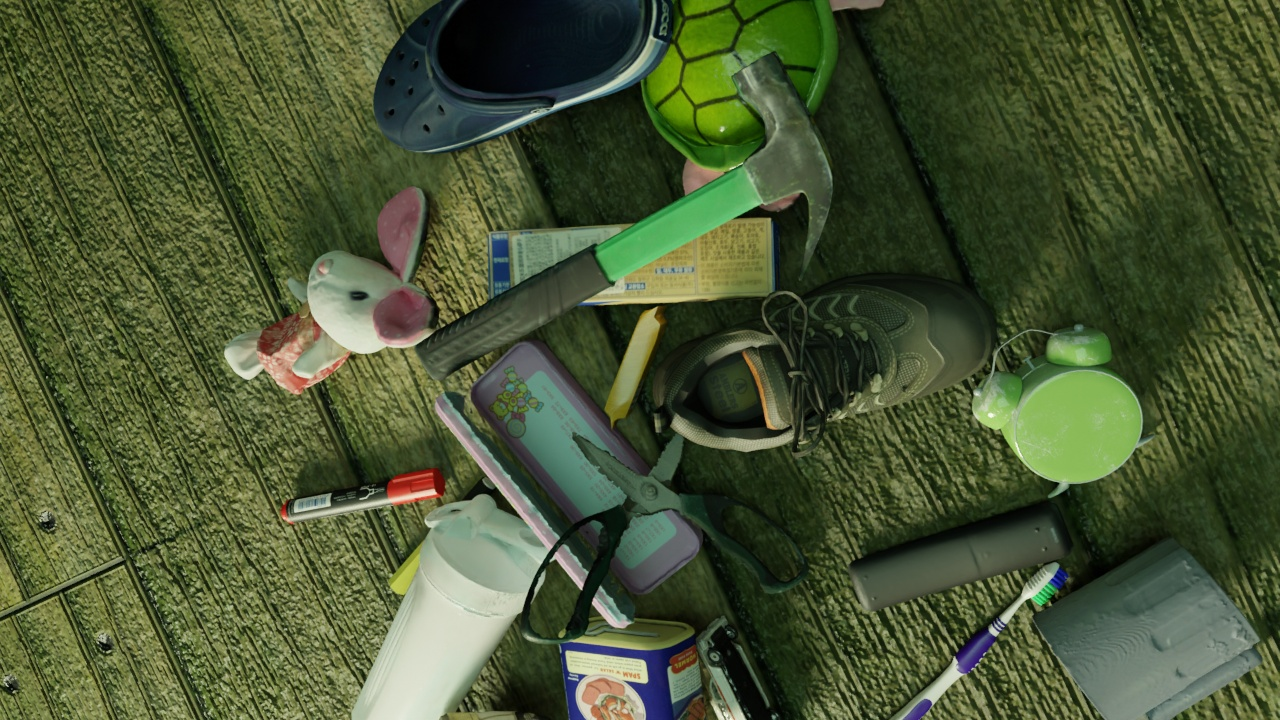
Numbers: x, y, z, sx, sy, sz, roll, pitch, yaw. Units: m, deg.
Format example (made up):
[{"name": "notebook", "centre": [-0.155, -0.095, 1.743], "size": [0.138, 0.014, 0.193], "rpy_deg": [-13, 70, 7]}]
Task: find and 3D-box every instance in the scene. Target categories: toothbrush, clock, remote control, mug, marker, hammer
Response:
[{"name": "toothbrush", "centre": [0.235, 0.213, 0.658], "size": [0.016, 0.015, 0.187], "rpy_deg": [38, 105, 1]}, {"name": "clock", "centre": [0.276, 0.031, 0.600], "size": [0.094, 0.042, 0.119], "rpy_deg": [-38, 99, 15]}, {"name": "remote control", "centre": [0.224, 0.141, 0.649], "size": [0.152, 0.020, 0.041], "rpy_deg": [-22, 91, 17]}, {"name": "mug", "centre": [0.339, 0.189, 0.604], "size": [0.104, 0.083, 0.124], "rpy_deg": [-39, 111, 13]}, {"name": "marker", "centre": [-0.159, 0.143, 0.743], "size": [0.021, 0.017, 0.124], "rpy_deg": [43, 103, 5]}, {"name": "marker", "centre": [-0.230, 0.112, 0.755], "size": [0.145, 0.021, 0.023], "rpy_deg": [-12, 102, 15]}, {"name": "hammer", "centre": [-0.022, -0.064, 0.610], "size": [0.319, 0.032, 0.130], "rpy_deg": [-26, 105, 22]}]

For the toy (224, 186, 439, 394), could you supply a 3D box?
[{"name": "toy", "centre": [-0.230, -0.038, 0.701], "size": [0.195, 0.084, 0.158], "rpy_deg": [-25, 50, 21]}]

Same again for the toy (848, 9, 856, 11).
[{"name": "toy", "centre": [0.177, -0.268, 0.596], "size": [0.102, 0.041, 0.055], "rpy_deg": [-16, 116, 23]}]

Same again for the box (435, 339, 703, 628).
[{"name": "box", "centre": [-0.056, 0.090, 0.673], "size": [0.089, 0.092, 0.214], "rpy_deg": [-41, 87, 15]}]

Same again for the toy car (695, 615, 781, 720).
[{"name": "toy car", "centre": [0.071, 0.254, 0.694], "size": [0.039, 0.039, 0.113], "rpy_deg": [-27, 90, 37]}]

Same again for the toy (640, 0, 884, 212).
[{"name": "toy", "centre": [0.061, -0.215, 0.604], "size": [0.190, 0.087, 0.238], "rpy_deg": [-1, 94, 31]}]

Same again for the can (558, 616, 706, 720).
[{"name": "can", "centre": [-0.006, 0.245, 0.683], "size": [0.116, 0.056, 0.092], "rpy_deg": [-8, 90, 38]}]

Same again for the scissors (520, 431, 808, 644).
[{"name": "scissors", "centre": [0.014, 0.137, 0.644], "size": [0.201, 0.015, 0.201], "rpy_deg": [36, 61, -1]}]

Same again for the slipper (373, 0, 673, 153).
[{"name": "slipper", "centre": [-0.098, -0.211, 0.616], "size": [0.253, 0.095, 0.105], "rpy_deg": [-6, 95, 34]}]

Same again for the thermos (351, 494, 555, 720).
[{"name": "thermos", "centre": [-0.154, 0.210, 0.713], "size": [0.099, 0.099, 0.221], "rpy_deg": [32, 107, 8]}]

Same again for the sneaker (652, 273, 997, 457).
[{"name": "sneaker", "centre": [0.111, 0.000, 0.593], "size": [0.238, 0.142, 0.101], "rpy_deg": [-16, 93, 13]}]

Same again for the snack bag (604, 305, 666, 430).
[{"name": "snack bag", "centre": [-0.004, 0.004, 0.683], "size": [0.020, 0.026, 0.099], "rpy_deg": [23, 103, 9]}]

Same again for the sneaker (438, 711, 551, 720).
[{"name": "sneaker", "centre": [-0.108, 0.371, 0.735], "size": [0.102, 0.089, 0.242], "rpy_deg": [-7, 117, -22]}]

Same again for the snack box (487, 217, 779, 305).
[{"name": "snack box", "centre": [-0.005, -0.068, 0.659], "size": [0.207, 0.057, 0.056], "rpy_deg": [-1, 94, 14]}]
